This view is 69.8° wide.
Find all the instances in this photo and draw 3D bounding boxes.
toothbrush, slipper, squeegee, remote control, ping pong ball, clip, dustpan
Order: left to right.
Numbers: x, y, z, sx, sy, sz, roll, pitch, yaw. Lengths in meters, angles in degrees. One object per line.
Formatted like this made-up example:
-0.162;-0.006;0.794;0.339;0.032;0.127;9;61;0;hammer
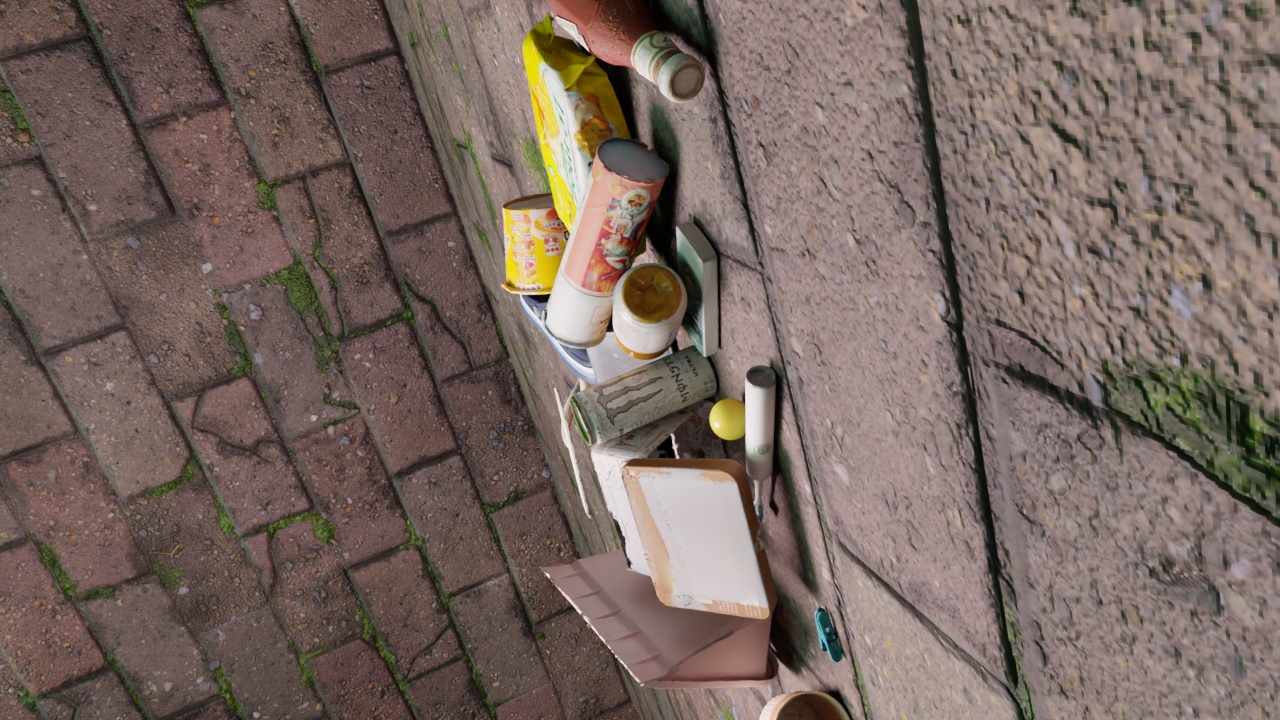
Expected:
-0.093;0.062;1.382;0.245;0.039;0.247;-78;-17;-50;squeegee
-0.077;-0.062;1.212;0.253;0.105;0.095;43;145;43;slipper
0.041;0.322;1.086;0.222;0.272;0.139;38;131;49;dustpan
0.054;-0.066;0.866;0.135;0.019;0.056;83;162;-50;remote control
0.087;0.056;0.881;0.040;0.040;0.040;158;90;-78;ping pong ball
0.111;0.086;0.859;0.221;0.027;0.026;83;-177;-48;toothbrush
0.181;0.266;0.893;0.050;0.015;0.057;-142;32;-71;clip

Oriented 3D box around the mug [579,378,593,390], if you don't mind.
-0.036;0.031;1.264;0.124;0.084;0.104;55;160;39;mug

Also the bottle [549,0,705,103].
-0.012;-0.262;0.733;0.206;0.059;0.060;53;161;42;bottle

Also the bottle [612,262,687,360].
0.006;-0.041;0.912;0.190;0.068;0.068;101;146;-78;bottle

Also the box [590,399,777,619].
0.068;0.146;0.958;0.194;0.156;0.183;6;123;37;box

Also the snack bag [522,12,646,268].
-0.056;-0.221;0.961;0.158;0.068;0.247;-124;18;-47;snack bag

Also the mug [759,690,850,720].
0.186;0.407;0.983;0.114;0.081;0.106;36;162;9;mug

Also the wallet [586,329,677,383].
-0.006;0.006;1.081;0.121;0.019;0.097;-1;119;30;wallet

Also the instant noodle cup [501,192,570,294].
-0.119;-0.157;1.202;0.138;0.138;0.110;-137;37;-63;instant noodle cup

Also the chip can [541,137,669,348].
-0.039;-0.110;0.899;0.071;0.071;0.215;60;143;34;chip can

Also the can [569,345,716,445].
0.003;0.036;0.951;0.058;0.146;0.058;158;90;-78;can
